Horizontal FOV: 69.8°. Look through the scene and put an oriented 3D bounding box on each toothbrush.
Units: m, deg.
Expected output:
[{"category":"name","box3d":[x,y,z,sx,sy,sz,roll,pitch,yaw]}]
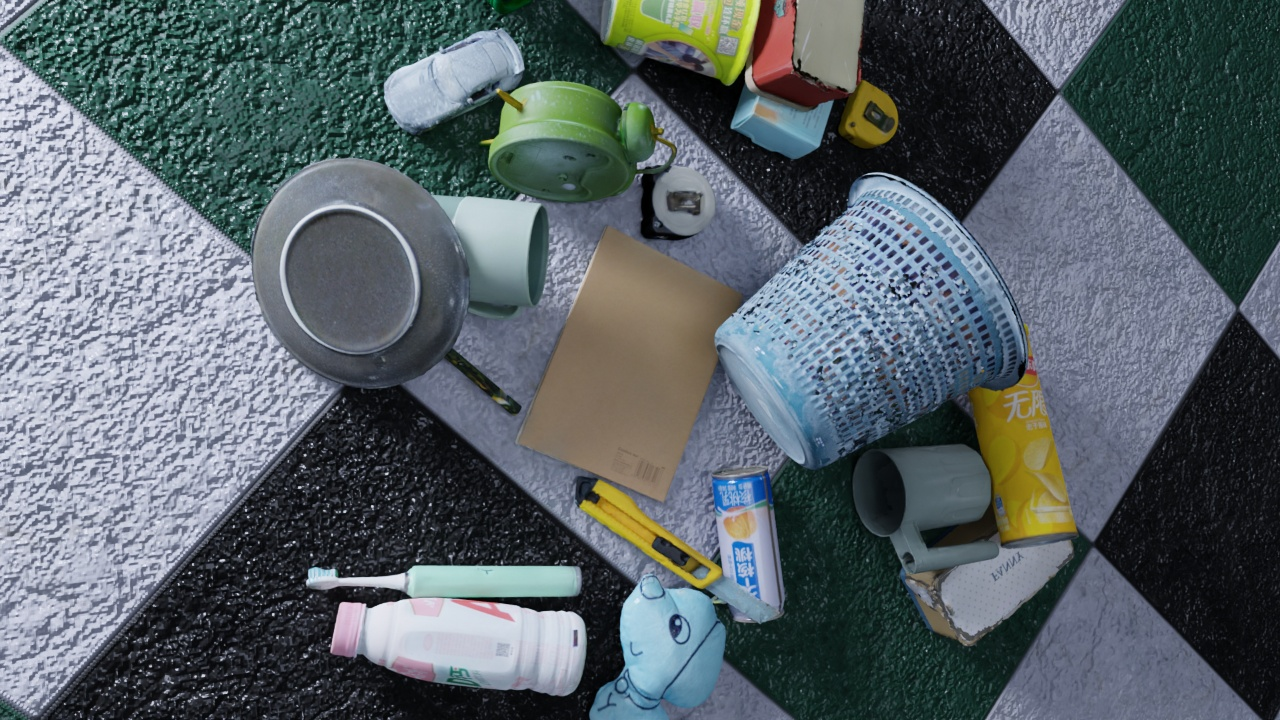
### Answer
[{"category":"toothbrush","box3d":[-0.170,-0.016,0.764,0.186,0.017,0.012,42,68,-14]},{"category":"toothbrush","box3d":[-0.157,0.183,0.758,0.224,0.027,0.027,5,126,-20]}]

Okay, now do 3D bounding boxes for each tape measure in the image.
[{"category":"tape measure","box3d":[0.229,-0.241,0.911,0.057,0.029,0.060,25,80,-18]},{"category":"tape measure","box3d":[0.034,-0.143,0.835,0.066,0.034,0.065,-1,90,-20]}]

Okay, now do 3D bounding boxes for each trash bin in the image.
[{"category":"trash bin","box3d":[0.182,-0.018,0.804,0.195,0.226,0.226,-34,99,-5]}]

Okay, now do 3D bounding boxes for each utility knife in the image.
[{"category":"utility knife","box3d":[0.031,0.167,0.804,0.215,0.015,0.033,34,87,0]}]

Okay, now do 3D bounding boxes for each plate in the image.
[{"category":"plate","box3d":[-0.217,-0.062,0.696,0.179,0.024,0.179,2,104,8]}]

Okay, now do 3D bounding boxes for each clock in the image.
[{"category":"clock","box3d":[-0.049,-0.178,0.764,0.161,0.116,0.056,8,75,-17]}]

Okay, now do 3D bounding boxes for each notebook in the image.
[{"category":"notebook","box3d":[-0.005,0.005,0.827,0.149,0.012,0.211,25,80,-18]}]

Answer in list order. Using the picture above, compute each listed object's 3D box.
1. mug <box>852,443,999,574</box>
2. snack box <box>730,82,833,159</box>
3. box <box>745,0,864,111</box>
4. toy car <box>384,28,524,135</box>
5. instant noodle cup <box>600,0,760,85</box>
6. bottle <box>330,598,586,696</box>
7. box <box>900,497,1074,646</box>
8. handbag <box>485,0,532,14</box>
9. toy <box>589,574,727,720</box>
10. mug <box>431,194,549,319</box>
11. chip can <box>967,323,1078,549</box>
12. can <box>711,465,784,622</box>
[{"category":"mug","box3d":[0.276,0.139,0.875,0.103,0.084,0.123,-3,56,-22]},{"category":"snack box","box3d":[0.151,-0.286,0.872,0.074,0.052,0.174,22,81,-19]},{"category":"box","box3d":[0.153,-0.313,0.795,0.091,0.077,0.168,8,86,-34]},{"category":"toy car","box3d":[-0.155,-0.235,0.769,0.120,0.037,0.054,-31,99,-15]},{"category":"instant noodle cup","box3d":[0.030,-0.309,0.805,0.123,0.112,0.111,6,86,-12]},{"category":"bottle","box3d":[-0.145,0.227,0.741,0.196,0.068,0.068,12,84,-16]},{"category":"box","box3d":[0.356,0.200,0.926,0.184,0.061,0.090,-30,99,-20]},{"category":"handbag","box3d":[-0.089,-0.357,0.753,0.131,0.120,0.068,-42,96,-15]},{"category":"toy","box3d":[0.021,0.271,0.807,0.156,0.050,0.161,-34,101,-13]},{"category":"mug","box3d":[-0.133,-0.079,0.743,0.106,0.112,0.082,5,47,4]},{"category":"chip can","box3d":[0.364,0.071,0.893,0.072,0.072,0.213,2,70,-20]},{"category":"can","box3d":[0.098,0.166,0.836,0.053,0.053,0.134,-7,91,-20]}]
